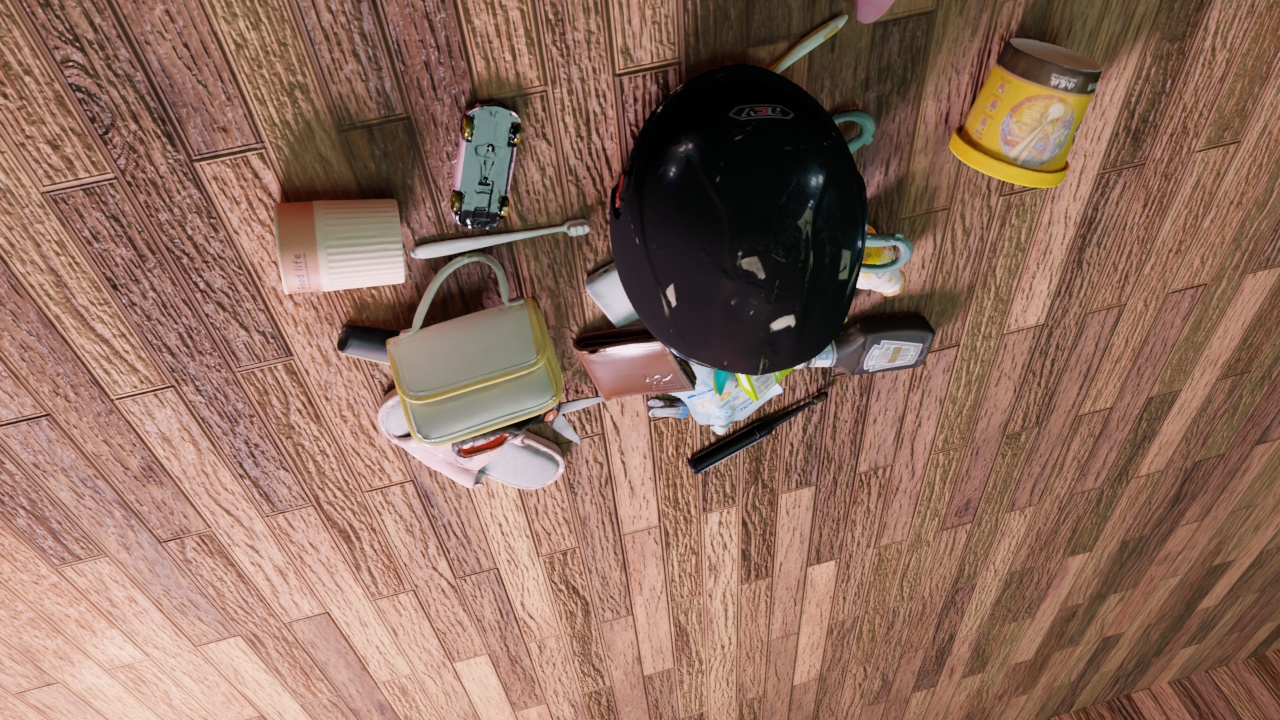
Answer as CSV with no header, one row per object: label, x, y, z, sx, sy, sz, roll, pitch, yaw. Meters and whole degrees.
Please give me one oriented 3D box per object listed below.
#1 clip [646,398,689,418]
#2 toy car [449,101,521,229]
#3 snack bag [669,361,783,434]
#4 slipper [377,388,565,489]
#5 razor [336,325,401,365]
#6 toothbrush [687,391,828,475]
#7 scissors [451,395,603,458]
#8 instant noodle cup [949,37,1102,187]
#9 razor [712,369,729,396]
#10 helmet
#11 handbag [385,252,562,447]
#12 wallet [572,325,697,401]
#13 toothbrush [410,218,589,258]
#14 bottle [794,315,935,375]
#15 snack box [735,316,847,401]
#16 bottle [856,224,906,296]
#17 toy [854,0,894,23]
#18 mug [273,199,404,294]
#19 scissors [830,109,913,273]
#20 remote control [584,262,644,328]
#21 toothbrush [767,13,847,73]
clip,0.034,0.061,1.176,0.058,0.036,0.026,1,136,-26
toy car,-0.144,-0.179,0.844,0.056,0.037,0.123,1,122,-25
snack bag,0.088,0.026,1.140,0.110,0.039,0.191,-44,132,10
slipper,-0.197,0.106,1.108,0.114,0.054,0.274,-38,136,20
razor,-0.237,-0.008,0.983,0.167,0.062,0.068,10,162,-22
toothbrush,0.161,0.097,1.252,0.213,0.026,0.027,-30,176,12
scissors,-0.117,0.056,1.057,0.220,0.021,0.228,-26,144,-25
instant noodle cup,0.385,-0.249,0.911,0.118,0.118,0.115,0,126,-20
razor,0.110,-0.021,1.079,0.043,0.028,0.133,9,105,-41
helmet,0.092,-0.118,0.840,0.233,0.230,0.275,-2,120,-8
handbag,-0.174,-0.015,0.930,0.163,0.063,0.179,-17,100,-5
wallet,-0.006,0.006,1.054,0.125,0.032,0.101,-7,138,25
toothbrush,-0.139,-0.120,0.920,0.180,0.016,0.016,-10,126,-9
bottle,0.272,-0.015,1.163,0.194,0.044,0.080,-6,136,-13
snack box,0.175,-0.029,1.084,0.156,0.026,0.086,-41,139,-8
bottle,0.260,-0.110,1.042,0.063,0.063,0.108,-41,133,23
toy,0.226,-0.376,0.746,0.179,0.074,0.194,-43,137,10
mug,-0.277,-0.100,0.852,0.105,0.081,0.115,-6,163,-16
scissors,0.218,-0.171,0.951,0.171,0.019,0.170,21,124,2
remote control,-0.010,-0.059,1.028,0.056,0.020,0.136,-29,137,11
toothbrush,0.110,-0.266,0.860,0.192,0.016,0.018,-33,128,16
